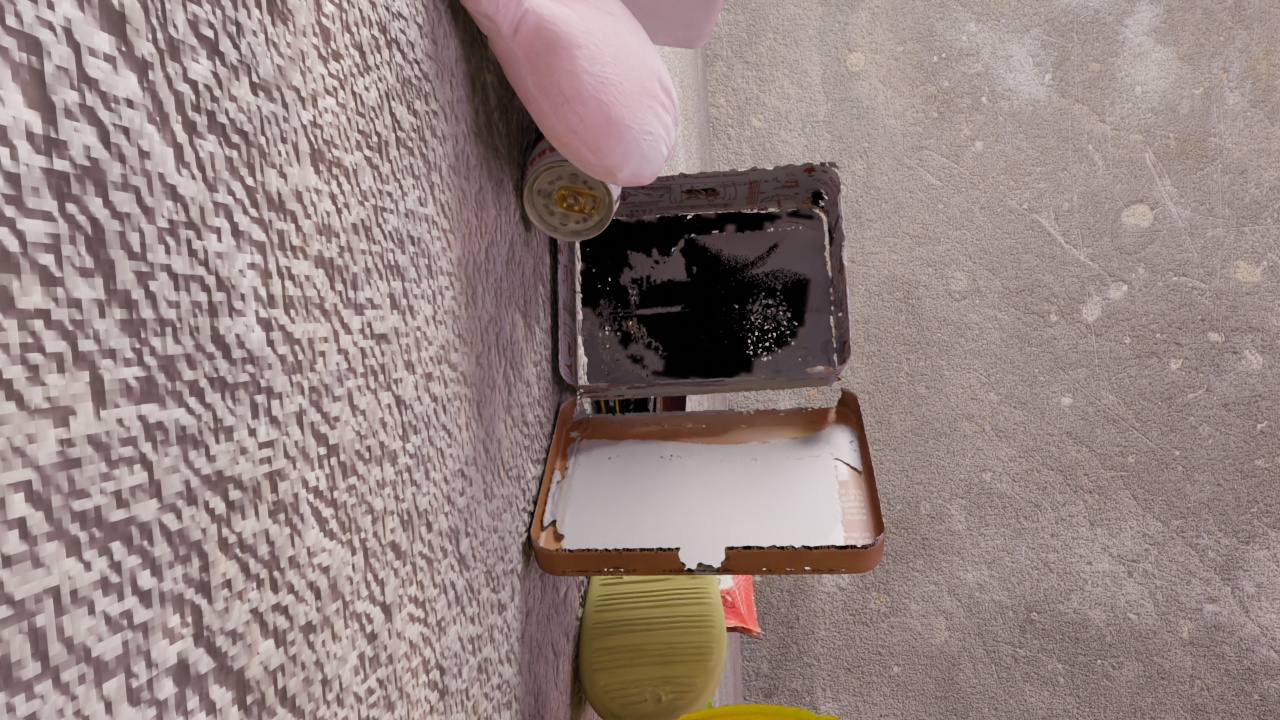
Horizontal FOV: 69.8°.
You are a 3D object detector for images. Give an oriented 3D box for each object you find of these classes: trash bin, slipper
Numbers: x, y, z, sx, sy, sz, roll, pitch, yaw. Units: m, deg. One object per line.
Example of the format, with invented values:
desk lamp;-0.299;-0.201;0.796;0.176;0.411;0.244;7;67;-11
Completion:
trash bin;0.058;0.336;0.456;0.256;0.230;0.229;87;6;-45
slipper;0.010;0.162;0.614;0.190;0.092;0.082;-90;174;-46

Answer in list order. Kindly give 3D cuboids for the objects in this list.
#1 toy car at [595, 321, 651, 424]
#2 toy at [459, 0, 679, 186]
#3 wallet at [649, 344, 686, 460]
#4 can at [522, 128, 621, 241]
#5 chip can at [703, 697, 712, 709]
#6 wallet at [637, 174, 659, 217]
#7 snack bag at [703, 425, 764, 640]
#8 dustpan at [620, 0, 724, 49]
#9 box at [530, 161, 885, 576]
toy car;-0.004;0.004;0.724;0.155;0.041;0.071;-56;146;-69
toy;-0.035;-0.155;0.440;0.159;0.054;0.121;46;33;-34
wallet;0.020;0.029;0.699;0.096;0.020;0.122;74;18;-56
can;-0.033;-0.126;0.531;0.132;0.053;0.053;-84;168;-48
chip can;0.025;0.243;0.737;0.220;0.072;0.073;-83;167;-50
wallet;0.004;-0.187;0.966;0.120;0.019;0.097;-83;165;-45
snack bag;0.037;0.133;0.762;0.073;0.128;0.207;-57;-163;30
dustpan;-0.010;-0.317;0.568;0.273;0.138;0.223;-110;-148;-43
box;0.037;0.006;0.541;0.124;0.179;0.273;78;11;-57
